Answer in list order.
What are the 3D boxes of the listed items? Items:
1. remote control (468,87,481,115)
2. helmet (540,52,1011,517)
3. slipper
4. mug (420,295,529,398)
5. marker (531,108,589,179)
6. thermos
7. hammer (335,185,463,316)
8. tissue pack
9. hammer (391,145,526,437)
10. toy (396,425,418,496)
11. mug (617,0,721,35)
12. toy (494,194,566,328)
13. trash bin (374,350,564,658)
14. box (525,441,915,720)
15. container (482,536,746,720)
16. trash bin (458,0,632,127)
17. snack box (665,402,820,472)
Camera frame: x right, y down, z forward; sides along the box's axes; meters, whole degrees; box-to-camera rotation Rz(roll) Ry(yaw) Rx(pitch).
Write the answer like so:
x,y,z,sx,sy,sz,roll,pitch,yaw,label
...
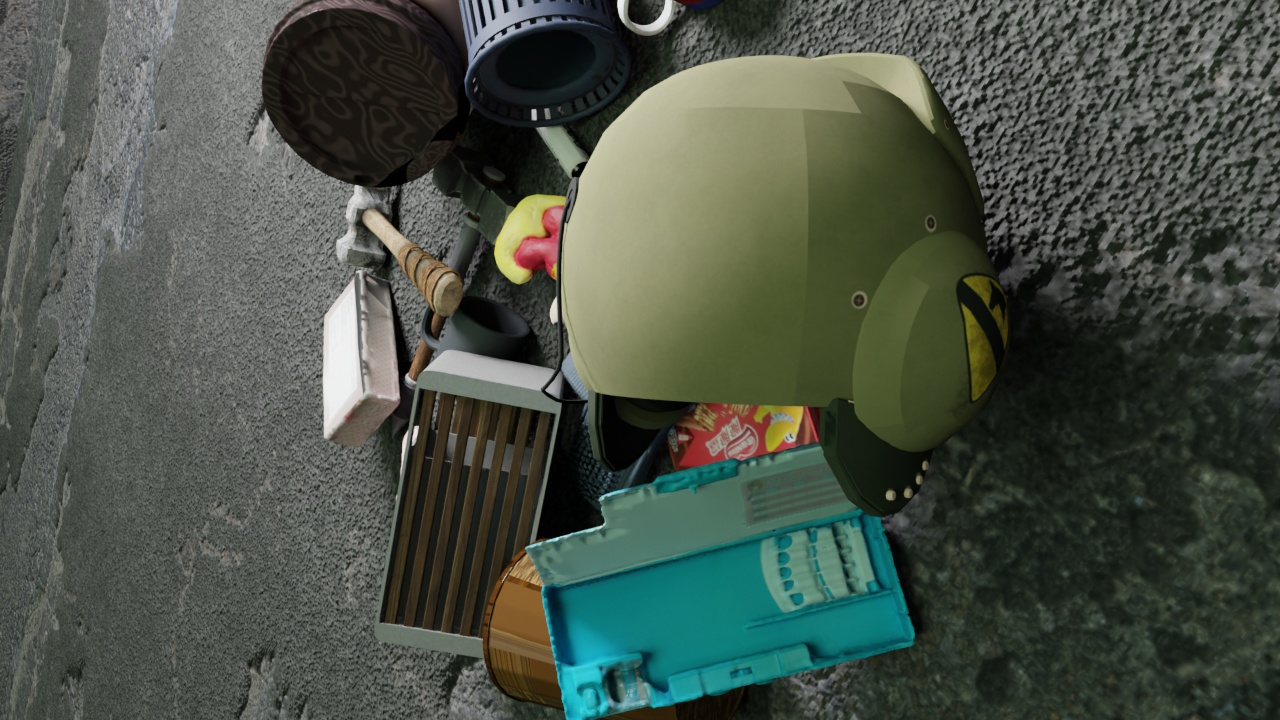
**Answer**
x,y,z,sx,sy,sz,roll,pitch,yaw,label
-0.186,-0.242,0.908,0.038,0.018,0.125,-2,55,38,remote control
0.080,-0.048,0.502,0.251,0.255,0.233,3,91,43,helmet
-0.023,0.024,0.701,0.101,0.082,0.264,52,137,31,slipper
-0.166,-0.019,0.873,0.105,0.071,0.078,35,113,16,mug
-0.064,-0.187,0.826,0.025,0.025,0.126,-50,57,29,marker
-0.234,-0.288,0.852,0.173,0.172,0.225,-46,27,32,thermos
-0.241,-0.115,0.924,0.319,0.048,0.122,38,115,53,hammer
-0.305,0.001,1.013,0.104,0.071,0.181,-44,48,31,tissue pack
-0.206,-0.049,0.947,0.156,0.043,0.323,45,120,35,hammer
-0.212,0.120,0.930,0.096,0.052,0.099,7,91,41,toy
0.020,-0.308,0.718,0.112,0.076,0.075,-51,56,29,mug
-0.067,-0.093,0.801,0.105,0.067,0.137,-41,61,4,toy
-0.143,0.119,0.791,0.114,0.114,0.229,-110,31,-81,trash bin
0.047,0.131,0.586,0.083,0.227,0.172,-107,4,-73,box
-0.014,0.214,0.697,0.168,0.132,0.132,4,91,37,container
-0.100,-0.347,0.792,0.140,0.139,0.249,-26,69,39,trash bin
0.078,0.060,0.683,0.133,0.021,0.089,-29,68,38,snack box
